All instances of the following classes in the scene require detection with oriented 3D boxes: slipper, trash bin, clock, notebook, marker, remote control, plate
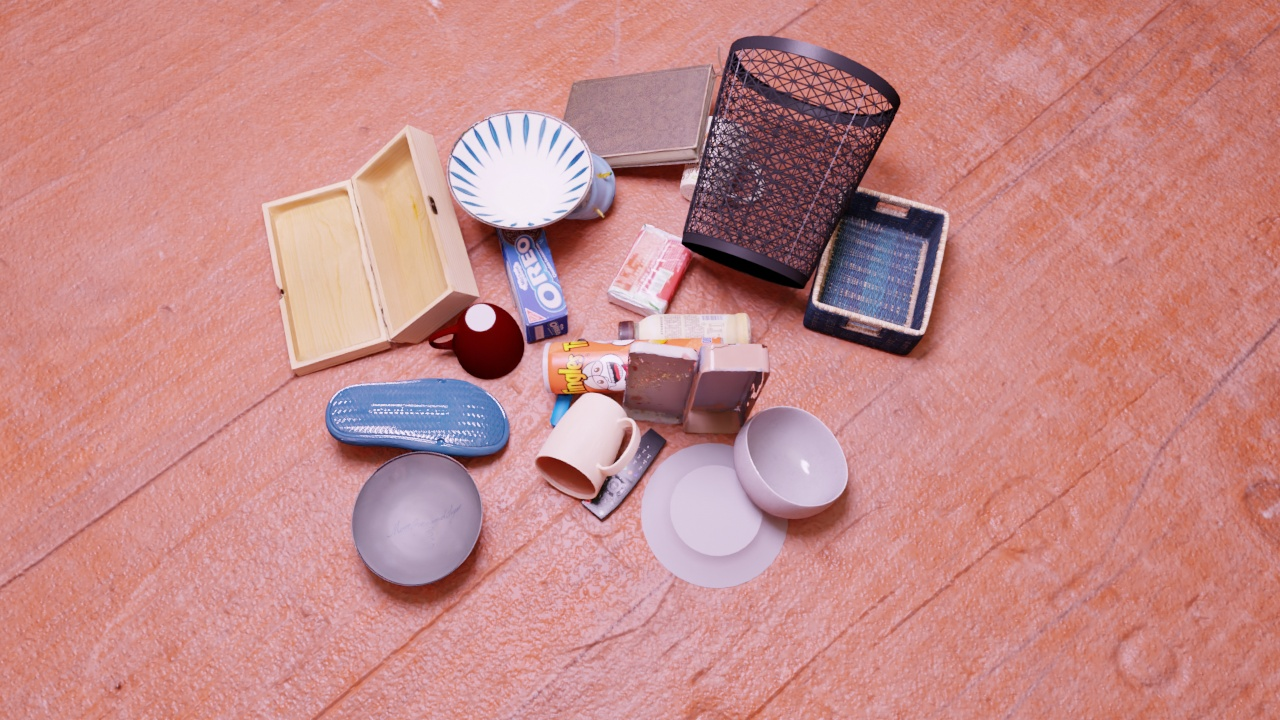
[{"bbox_3d":[-0.263,0.070,1.092,0.213,0.059,0.103,6,57,-12],"label":"slipper"},{"bbox_3d":[0.168,-0.230,1.121,0.217,0.217,0.243,21,92,7],"label":"trash bin"},{"bbox_3d":[-0.094,-0.231,1.202,0.124,0.051,0.089,19,111,21],"label":"clock"},{"bbox_3d":[-0.003,-0.343,1.240,0.216,0.034,0.189,1,64,24],"label":"notebook"},{"bbox_3d":[-0.087,0.028,1.135,0.018,0.015,0.122,11,65,10],"label":"marker"},{"bbox_3d":[-0.018,0.134,1.093,0.039,0.010,0.124,38,72,14],"label":"remote control"},{"bbox_3d":[0.088,0.177,1.073,0.173,0.019,0.172,0,67,-1],"label":"plate"}]

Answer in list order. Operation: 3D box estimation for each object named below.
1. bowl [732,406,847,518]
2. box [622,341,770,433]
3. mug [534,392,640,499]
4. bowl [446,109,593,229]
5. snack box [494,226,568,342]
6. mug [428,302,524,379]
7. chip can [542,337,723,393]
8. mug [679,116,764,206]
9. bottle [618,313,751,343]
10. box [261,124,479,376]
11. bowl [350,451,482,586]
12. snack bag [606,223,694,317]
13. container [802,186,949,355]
[{"bbox_3d":[0.167,0.124,1.064,0.131,0.065,0.131,12,52,-17],"label":"bowl"},{"bbox_3d":[0.055,0.035,1.025,0.148,0.217,0.042,-3,69,-3],"label":"box"},{"bbox_3d":[-0.052,0.096,1.062,0.112,0.085,0.104,2,50,36],"label":"mug"},{"bbox_3d":[-0.148,-0.220,1.144,0.177,0.071,0.177,1,65,-3],"label":"bowl"},{"bbox_3d":[-0.148,-0.137,1.179,0.059,0.060,0.226,-13,68,-11],"label":"snack box"},{"bbox_3d":[-0.202,-0.032,1.116,0.114,0.088,0.087,-7,68,-4],"label":"mug"},{"bbox_3d":[-0.006,0.006,1.090,0.210,0.062,0.062,-2,67,6],"label":"chip can"},{"bbox_3d":[0.113,-0.254,1.234,0.122,0.081,0.097,25,75,-18],"label":"mug"},{"bbox_3d":[0.053,-0.030,1.138,0.162,0.057,0.056,-1,67,-1],"label":"bottle"},{"bbox_3d":[-0.345,-0.136,1.163,0.261,0.097,0.247,-22,68,7],"label":"box"},{"bbox_3d":[-0.249,0.184,1.043,0.151,0.057,0.150,0,67,-1],"label":"bowl"},{"bbox_3d":[0.015,-0.113,1.183,0.077,0.036,0.115,23,69,9],"label":"snack bag"},{"bbox_3d":[0.299,-0.115,1.170,0.145,0.071,0.187,17,68,6],"label":"container"}]
